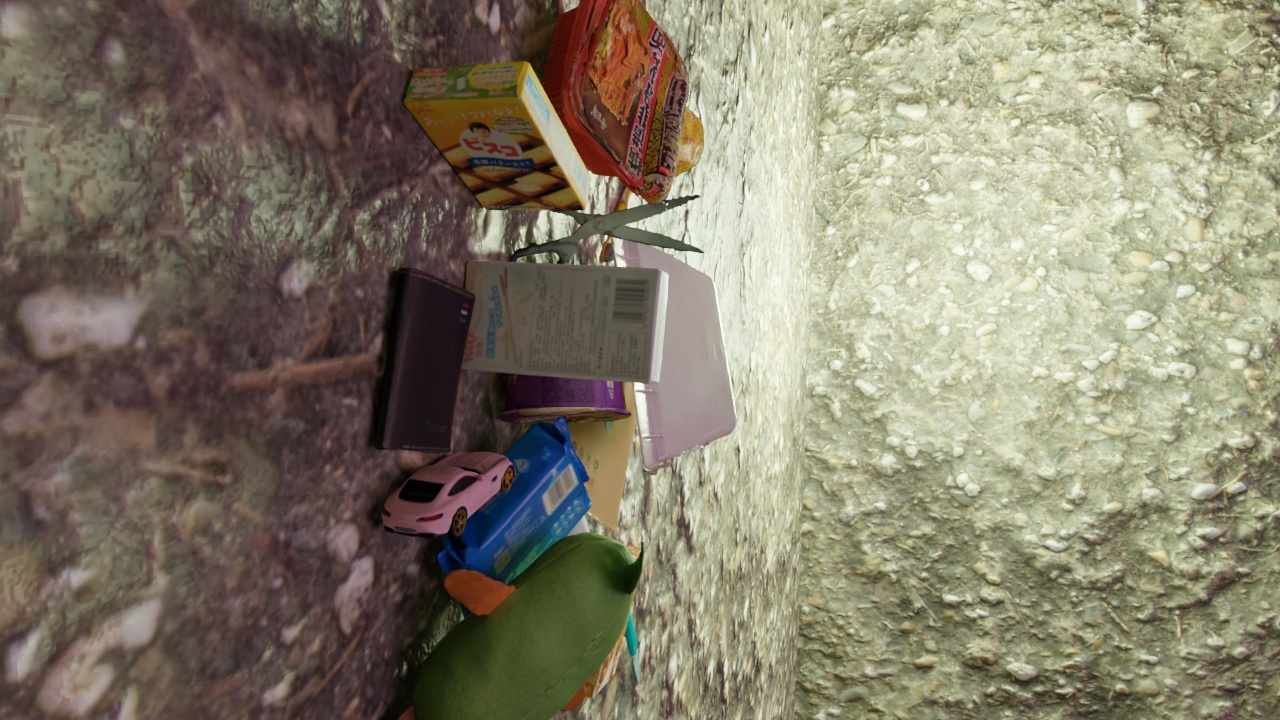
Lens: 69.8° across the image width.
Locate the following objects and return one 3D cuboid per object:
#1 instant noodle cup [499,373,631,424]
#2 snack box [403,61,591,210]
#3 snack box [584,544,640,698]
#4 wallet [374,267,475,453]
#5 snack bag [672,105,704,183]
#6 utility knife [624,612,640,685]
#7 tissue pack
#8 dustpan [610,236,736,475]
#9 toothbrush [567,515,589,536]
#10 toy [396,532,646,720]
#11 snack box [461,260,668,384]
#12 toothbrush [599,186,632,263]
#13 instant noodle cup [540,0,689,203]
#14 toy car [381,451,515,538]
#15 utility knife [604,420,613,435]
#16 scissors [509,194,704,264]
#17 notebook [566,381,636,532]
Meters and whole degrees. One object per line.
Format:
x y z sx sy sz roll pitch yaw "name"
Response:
-0.066 0.002 0.781 0.111 0.112 0.099 26 59 -71 "instant noodle cup"
-0.098 -0.157 0.662 0.140 0.087 0.033 59 37 -61 "snack box"
-0.033 0.284 1.007 0.075 0.026 0.154 -10 115 -72 "snack box"
-0.150 0.004 0.644 0.096 0.020 0.122 25 72 -72 "wallet"
0.001 -0.280 1.013 0.207 0.073 0.128 23 72 -63 "snack bag"
-0.016 0.331 1.139 0.029 0.013 0.206 -64 150 -54 "utility knife"
-0.100 0.124 0.727 0.156 0.052 0.095 -48 146 -29 "tissue pack"
-0.005 0.005 0.905 0.273 0.139 0.222 8 74 -59 "dustpan"
-0.059 0.205 0.956 0.026 0.027 0.221 -57 151 -35 "toothbrush"
-0.092 0.221 0.682 0.246 0.090 0.227 -41 141 -15 "toy"
-0.059 -0.029 0.692 0.027 0.157 0.084 12 83 -72 "snack box"
-0.016 -0.175 1.035 0.016 0.018 0.190 77 24 -46 "toothbrush"
-0.028 -0.249 0.846 0.188 0.079 0.164 38 59 -55 "instant noodle cup"
-0.134 0.089 0.646 0.122 0.056 0.037 -40 134 -64 "toy car"
-0.043 0.005 0.950 0.030 0.018 0.165 -48 130 -49 "utility knife"
-0.041 -0.110 0.747 0.160 0.174 0.014 -46 -170 31 "scissors"
-0.040 0.064 0.987 0.148 0.008 0.207 48 47 -55 "notebook"
